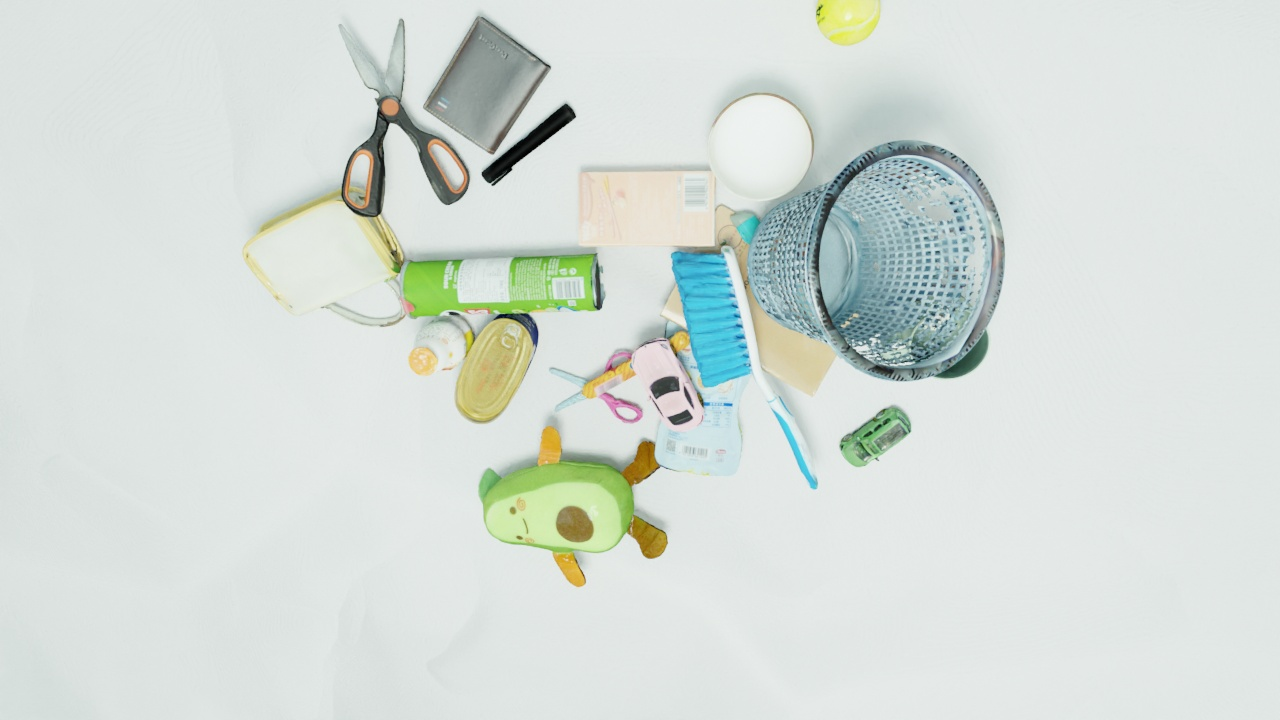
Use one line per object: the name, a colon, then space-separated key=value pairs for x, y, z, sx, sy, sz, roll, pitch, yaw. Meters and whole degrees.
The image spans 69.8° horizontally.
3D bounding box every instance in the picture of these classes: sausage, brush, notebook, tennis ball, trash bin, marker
sausage: x=-0.007 y=0.006 z=1.106 sx=0.165 sy=0.021 sz=0.021 roll=-29 pitch=103 yaw=21
brush: x=0.122 y=0.016 z=1.058 sx=0.109 sy=0.060 sz=0.314 roll=-15 pitch=101 yaw=-2
notebook: x=0.148 y=-0.068 z=1.072 sx=0.207 sy=0.008 sz=0.148 roll=28 pitch=99 yaw=-3
tennis ball: x=0.214 y=-0.358 z=0.944 sx=0.065 sy=0.065 sz=0.065 roll=3 pitch=110 yaw=7
trash bin: x=0.219 y=-0.101 z=0.945 sx=0.226 sy=0.195 sz=0.226 roll=-2 pitch=97 yaw=-21
marker: x=-0.129 y=-0.247 z=1.056 sx=0.132 sy=0.020 sz=0.022 roll=-34 pitch=85 yaw=18

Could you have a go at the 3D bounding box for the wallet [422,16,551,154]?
wallet: x=-0.174 y=-0.309 z=1.036 sx=0.096 sy=0.020 sz=0.122 roll=33 pitch=109 yaw=-15

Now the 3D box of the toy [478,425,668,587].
toy: x=-0.089 y=0.187 z=1.169 sx=0.247 sy=0.090 sz=0.227 roll=-6 pitch=102 yaw=7

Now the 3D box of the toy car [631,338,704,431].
toy car: x=0.032 y=0.032 z=1.079 sx=0.056 sy=0.037 sz=0.122 roll=-23 pitch=110 yaw=17

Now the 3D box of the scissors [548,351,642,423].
scissors: x=-0.050 y=0.041 z=1.151 sx=0.134 sy=0.017 sz=0.128 roll=-29 pitch=106 yaw=21

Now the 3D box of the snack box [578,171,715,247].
snack box: x=0.007 y=-0.173 z=1.050 sx=0.157 sy=0.026 sz=0.084 roll=1 pitch=96 yaw=8

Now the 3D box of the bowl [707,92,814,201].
bowl: x=0.131 y=-0.235 z=1.001 sx=0.113 sy=0.062 sz=0.113 roll=3 pitch=110 yaw=8

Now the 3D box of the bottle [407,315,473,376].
bottle: x=-0.244 y=-0.015 z=1.107 sx=0.063 sy=0.108 sz=0.063 roll=3 pitch=109 yaw=8

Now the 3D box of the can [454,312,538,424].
can: x=-0.177 y=0.008 z=1.137 sx=0.074 sy=0.049 sz=0.148 roll=27 pitch=111 yaw=-2

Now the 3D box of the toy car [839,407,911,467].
toy car: x=0.285 y=0.096 z=1.113 sx=0.091 sy=0.036 sz=0.043 roll=-40 pitch=101 yaw=22

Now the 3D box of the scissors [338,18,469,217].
scissors: x=-0.277 y=-0.266 z=1.050 sx=0.222 sy=0.022 sz=0.221 roll=27 pitch=86 yaw=-22

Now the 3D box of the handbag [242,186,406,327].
handbag: x=-0.369 y=-0.110 z=1.126 sx=0.163 sy=0.063 sz=0.179 roll=-21 pitch=120 yaw=14

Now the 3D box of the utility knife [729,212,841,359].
utility knife: x=0.173 y=-0.087 z=1.056 sx=0.029 sy=0.013 sz=0.209 roll=-37 pitch=93 yaw=4

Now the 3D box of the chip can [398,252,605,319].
chip can: x=-0.163 y=-0.088 z=1.089 sx=0.236 sy=0.072 sz=0.072 roll=-2 pitch=109 yaw=8

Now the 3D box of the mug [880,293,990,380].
mug: x=0.321 y=-0.029 z=1.023 sx=0.112 sy=0.106 sz=0.082 roll=-21 pitch=106 yaw=14

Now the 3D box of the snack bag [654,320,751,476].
snack bag: x=0.077 y=0.045 z=1.119 sx=0.110 sy=0.038 sz=0.191 roll=9 pitch=103 yaw=13
